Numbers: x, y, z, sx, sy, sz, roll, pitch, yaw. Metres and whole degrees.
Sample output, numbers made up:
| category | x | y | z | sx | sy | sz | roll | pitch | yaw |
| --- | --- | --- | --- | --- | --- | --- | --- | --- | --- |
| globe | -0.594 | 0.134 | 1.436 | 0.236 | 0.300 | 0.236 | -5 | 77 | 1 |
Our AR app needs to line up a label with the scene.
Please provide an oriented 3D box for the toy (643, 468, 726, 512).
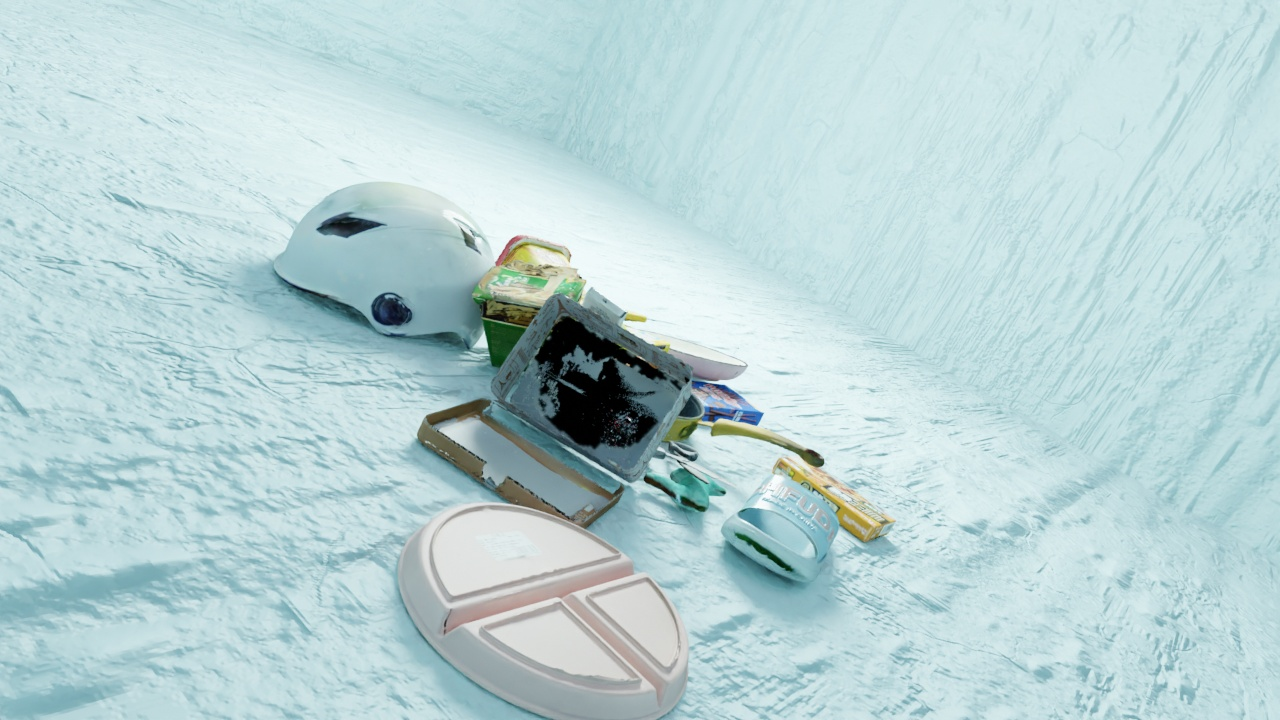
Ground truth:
| category | x | y | z | sx | sy | sz | roll | pitch | yaw |
| --- | --- | --- | --- | --- | --- | --- | --- | --- | --- |
| toy | 0.050 | 0.136 | 0.980 | 0.096 | 0.030 | 0.091 | 23 | 12 | -2 |

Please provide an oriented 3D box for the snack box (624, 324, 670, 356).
| category | x | y | z | sx | sy | sz | roll | pitch | yaw |
| --- | --- | --- | --- | --- | --- | --- | --- | --- | --- |
| snack box | -0.037 | -0.034 | 1.235 | 0.140 | 0.034 | 0.086 | 25 | 10 | 15 |

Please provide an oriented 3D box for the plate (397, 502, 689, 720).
| category | x | y | z | sx | sy | sz | roll | pitch | yaw |
| --- | --- | --- | --- | --- | --- | --- | --- | --- | --- |
| plate | -0.063 | 0.173 | 0.671 | 0.229 | 0.028 | 0.229 | 24 | 16 | -7 |

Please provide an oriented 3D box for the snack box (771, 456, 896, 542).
| category | x | y | z | sx | sy | sz | roll | pitch | yaw |
| --- | --- | --- | --- | --- | --- | --- | --- | --- | --- |
| snack box | 0.248 | 0.175 | 1.183 | 0.154 | 0.026 | 0.075 | 36 | 18 | 32 |

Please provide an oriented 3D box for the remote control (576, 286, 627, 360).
| category | x | y | z | sx | sy | sz | roll | pitch | yaw |
| --- | --- | --- | --- | --- | --- | --- | --- | --- | --- |
| remote control | -0.050 | -0.035 | 1.029 | 0.049 | 0.125 | 0.024 | 35 | 60 | 4 |

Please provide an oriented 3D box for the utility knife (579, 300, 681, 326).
| category | x | y | z | sx | sy | sz | roll | pitch | yaw |
| --- | --- | --- | --- | --- | --- | --- | --- | --- | --- |
| utility knife | -0.027 | -0.063 | 1.260 | 0.223 | 0.015 | 0.033 | 9 | 13 | -39 |

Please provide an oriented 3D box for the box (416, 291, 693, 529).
| category | x | y | z | sx | sy | sz | roll | pitch | yaw |
| --- | --- | --- | --- | --- | --- | --- | --- | --- | --- |
| box | -0.076 | 0.059 | 0.910 | 0.179 | 0.136 | 0.268 | 30 | 46 | 12 |

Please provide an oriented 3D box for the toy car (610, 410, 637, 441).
| category | x | y | z | sx | sy | sz | roll | pitch | yaw |
| --- | --- | --- | --- | --- | --- | --- | --- | --- | --- |
| toy car | -0.031 | 0.058 | 1.037 | 0.106 | 0.031 | 0.049 | 30 | 13 | 18 |

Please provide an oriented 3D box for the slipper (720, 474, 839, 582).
| category | x | y | z | sx | sy | sz | roll | pitch | yaw |
| --- | --- | --- | --- | --- | --- | --- | --- | --- | --- |
| slipper | 0.166 | 0.168 | 0.983 | 0.104 | 0.074 | 0.245 | 32 | 15 | 16 |

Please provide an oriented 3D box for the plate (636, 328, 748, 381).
| category | x | y | z | sx | sy | sz | roll | pitch | yaw |
| --- | --- | --- | --- | --- | --- | --- | --- | --- | --- |
| plate | 0.068 | -0.003 | 1.405 | 0.192 | 0.039 | 0.192 | 16 | 7 | -2 |

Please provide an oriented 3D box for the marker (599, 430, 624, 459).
| category | x | y | z | sx | sy | sz | roll | pitch | yaw |
| --- | --- | --- | --- | --- | --- | --- | --- | --- | --- |
| marker | -0.045 | 0.080 | 1.033 | 0.017 | 0.017 | 0.145 | 16 | 18 | -33 |

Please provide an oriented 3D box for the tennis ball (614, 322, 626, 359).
| category | x | y | z | sx | sy | sz | roll | pitch | yaw |
| --- | --- | --- | --- | --- | --- | --- | --- | --- | --- |
| tennis ball | -0.048 | -0.028 | 1.117 | 0.065 | 0.065 | 0.065 | 25 | 15 | -7 |

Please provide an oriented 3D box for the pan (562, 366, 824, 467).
| category | x | y | z | sx | sy | sz | roll | pitch | yaw |
| --- | --- | --- | --- | --- | --- | --- | --- | --- | --- |
| pan | 0.059 | 0.062 | 1.147 | 0.357 | 0.078 | 0.197 | 32 | 16 | 19 |

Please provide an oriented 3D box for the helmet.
| category | x | y | z | sx | sy | sz | roll | pitch | yaw |
| --- | --- | --- | --- | --- | --- | --- | --- | --- | --- |
| helmet | -0.285 | -0.134 | 1.097 | 0.258 | 0.146 | 0.229 | 17 | 18 | -31 |

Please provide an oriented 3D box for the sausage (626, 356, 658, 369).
| category | x | y | z | sx | sy | sz | roll | pitch | yaw |
| --- | --- | --- | --- | --- | --- | --- | --- | --- | --- |
| sausage | -0.007 | 0.007 | 1.127 | 0.021 | 0.021 | 0.164 | 33 | 23 | 23 |

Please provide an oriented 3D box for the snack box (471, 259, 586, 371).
| category | x | y | z | sx | sy | sz | roll | pitch | yaw |
| --- | --- | --- | --- | --- | --- | --- | --- | --- | --- |
| snack box | -0.128 | -0.046 | 1.090 | 0.118 | 0.106 | 0.117 | 9 | 30 | 7 |

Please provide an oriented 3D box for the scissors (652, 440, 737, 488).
| category | x | y | z | sx | sy | sz | roll | pitch | yaw |
| --- | --- | --- | --- | --- | --- | --- | --- | --- | --- |
| scissors | 0.050 | 0.109 | 1.001 | 0.164 | 0.014 | 0.164 | 13 | 5 | 23 |

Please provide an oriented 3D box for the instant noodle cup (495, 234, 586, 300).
| category | x | y | z | sx | sy | sz | roll | pitch | yaw |
| --- | --- | --- | --- | --- | --- | --- | --- | --- | --- |
| instant noodle cup | -0.142 | -0.101 | 1.315 | 0.116 | 0.116 | 0.123 | 9 | 34 | -49 |

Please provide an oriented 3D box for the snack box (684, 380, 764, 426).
| category | x | y | z | sx | sy | sz | roll | pitch | yaw |
| --- | --- | --- | --- | --- | --- | --- | --- | --- | --- |
| snack box | 0.103 | 0.060 | 1.326 | 0.157 | 0.026 | 0.084 | 8 | 23 | -49 |
